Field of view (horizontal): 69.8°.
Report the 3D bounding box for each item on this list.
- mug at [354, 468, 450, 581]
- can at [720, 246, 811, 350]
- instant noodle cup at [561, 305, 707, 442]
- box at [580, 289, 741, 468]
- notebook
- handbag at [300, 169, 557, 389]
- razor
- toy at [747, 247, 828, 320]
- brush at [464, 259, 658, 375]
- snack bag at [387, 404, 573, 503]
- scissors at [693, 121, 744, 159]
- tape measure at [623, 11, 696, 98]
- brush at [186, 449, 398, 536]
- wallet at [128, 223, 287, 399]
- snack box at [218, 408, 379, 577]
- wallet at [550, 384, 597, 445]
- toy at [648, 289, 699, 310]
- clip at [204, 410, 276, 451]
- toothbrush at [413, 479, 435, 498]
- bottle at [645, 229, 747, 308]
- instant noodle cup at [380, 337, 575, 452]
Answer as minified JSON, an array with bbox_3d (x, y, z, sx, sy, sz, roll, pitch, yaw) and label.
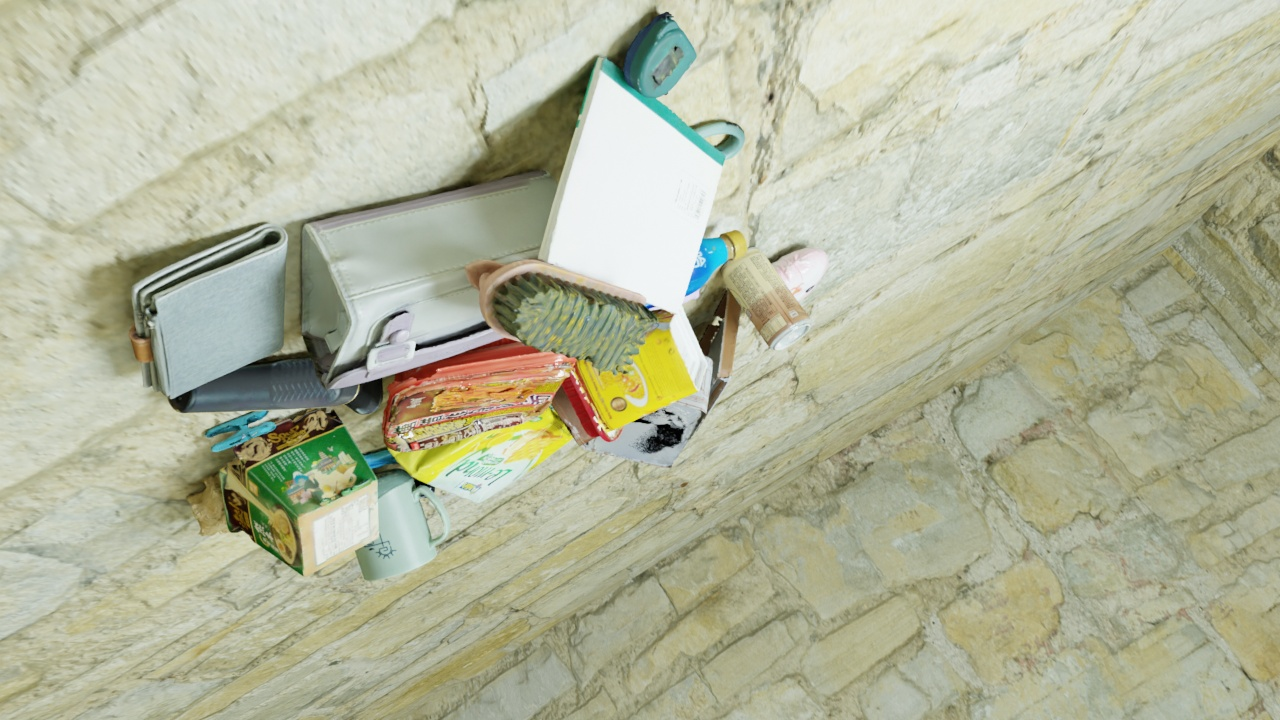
[{"bbox_3d":[-0.270,0.177,1.024,0.112,0.106,0.082,-15,-176,9],"label":"mug"},{"bbox_3d":[0.148,-0.073,1.084,0.058,0.116,0.058,-28,161,-11],"label":"can"},{"bbox_3d":[-0.006,0.005,0.934,0.124,0.116,0.116,-19,-163,19],"label":"instant noodle cup"},{"bbox_3d":[0.022,0.013,1.166,0.157,0.197,0.181,14,150,-5],"label":"box"},{"bbox_3d":[0.003,-0.126,0.729,0.209,0.012,0.150,17,90,-59],"label":"notebook"},{"bbox_3d":[-0.153,-0.055,0.708,0.196,0.098,0.145,-20,163,-31],"label":"handbag"},{"bbox_3d":[-0.292,0.020,0.745,0.167,0.062,0.068,-5,179,-43],"label":"razor"},{"bbox_3d":[0.186,-0.095,1.196,0.121,0.054,0.159,-30,169,-6],"label":"toy"},{"bbox_3d":[-0.059,-0.036,0.662,0.145,0.073,0.063,15,111,-48],"label":"brush"},{"bbox_3d":[-0.171,0.085,1.050,0.158,0.068,0.246,-33,161,-1],"label":"snack bag"},{"bbox_3d":[0.027,-0.164,0.827,0.181,0.019,0.170,-33,160,6],"label":"scissors"},{"bbox_3d":[0.014,-0.214,0.655,0.054,0.025,0.058,-53,157,5],"label":"tape measure"},{"bbox_3d":[-0.340,0.123,0.941,0.254,0.046,0.083,-14,150,-51],"label":"brush"},{"bbox_3d":[-0.294,-0.032,0.627,0.106,0.037,0.130,-32,165,-35],"label":"wallet"},{"bbox_3d":[-0.300,0.126,0.833,0.118,0.105,0.118,-26,140,-38],"label":"snack box"},{"bbox_3d":[-0.056,0.024,1.018,0.101,0.124,0.032,-32,-162,-1],"label":"wallet"},{"bbox_3d":[0.021,-0.078,0.995,0.108,0.039,0.084,-20,144,-18],"label":"toy"},{"bbox_3d":[-0.346,0.061,0.794,0.056,0.045,0.014,-23,161,-20],"label":"clip"},{"bbox_3d":[-0.329,0.164,1.064,0.212,0.026,0.027,-6,126,-52],"label":"toothbrush"},{"bbox_3d":[0.014,-0.087,0.924,0.218,0.065,0.065,-24,159,-25],"label":"bottle"},{"bbox_3d":[-0.157,0.016,0.842,0.164,0.079,0.189,-11,163,-23],"label":"instant noodle cup"}]
